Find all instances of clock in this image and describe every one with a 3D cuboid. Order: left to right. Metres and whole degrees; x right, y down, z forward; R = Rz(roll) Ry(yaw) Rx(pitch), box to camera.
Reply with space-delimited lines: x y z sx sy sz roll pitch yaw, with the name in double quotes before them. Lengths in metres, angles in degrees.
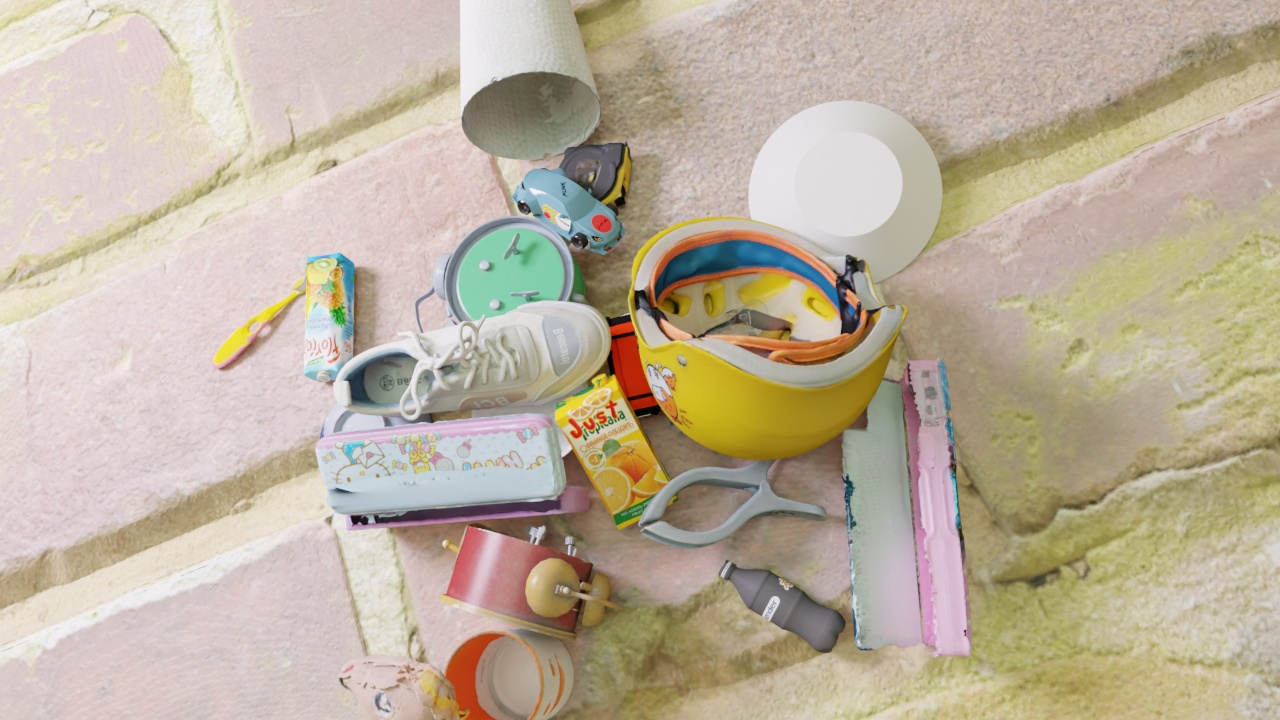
"clock" -0.135 -0.063 0.858 0.162 0.075 0.121 -18 74 5
"clock" -0.085 0.179 0.761 0.159 0.117 0.081 7 72 32

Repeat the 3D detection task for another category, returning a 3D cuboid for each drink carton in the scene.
"drink carton" -0.306 -0.041 0.904 0.044 0.038 0.128 -6 75 9
"drink carton" -0.022 0.076 0.787 0.058 0.041 0.122 -27 107 3

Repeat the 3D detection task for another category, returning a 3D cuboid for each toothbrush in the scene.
"toothbrush" -0.385 -0.040 0.930 0.135 0.016 0.021 -43 77 -3

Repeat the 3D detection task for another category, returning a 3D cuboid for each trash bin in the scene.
"trash bin" -0.115 -0.301 0.894 0.133 0.133 0.161 -13 69 7

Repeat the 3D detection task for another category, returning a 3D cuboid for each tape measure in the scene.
"tape measure" -0.046 -0.175 0.890 0.071 0.042 0.072 0 78 7

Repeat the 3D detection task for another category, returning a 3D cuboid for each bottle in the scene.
"bottle" 0.116 0.201 0.763 0.110 0.036 0.036 29 82 16

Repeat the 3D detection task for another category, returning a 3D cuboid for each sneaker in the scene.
"sneaker" -0.145 0.007 0.780 0.242 0.090 0.089 -11 95 10

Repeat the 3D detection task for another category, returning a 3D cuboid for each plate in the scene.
"plate" 0.184 -0.154 0.825 0.174 0.036 0.174 0 87 8

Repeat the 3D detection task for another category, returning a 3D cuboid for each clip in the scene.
"clip" 0.074 0.107 0.775 0.162 0.027 0.090 -6 72 -16

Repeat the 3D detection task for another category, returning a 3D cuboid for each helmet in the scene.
"helmet" 0.091 -0.009 0.764 0.209 0.140 0.240 -10 35 -15

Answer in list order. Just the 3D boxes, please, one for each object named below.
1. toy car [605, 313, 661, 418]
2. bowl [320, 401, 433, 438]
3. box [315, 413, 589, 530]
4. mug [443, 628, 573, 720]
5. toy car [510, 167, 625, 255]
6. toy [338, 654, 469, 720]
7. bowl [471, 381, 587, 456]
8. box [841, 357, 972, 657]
"toy car" -0.005 0.005 0.831 0.051 0.049 0.100 -13 74 6
"bowl" -0.255 0.072 0.862 0.114 0.045 0.114 -3 75 10
"box" -0.160 0.108 0.784 0.214 0.140 0.062 -7 47 12
"mug" -0.105 0.262 0.753 0.082 0.105 0.082 -3 75 10
"toy car" -0.064 -0.142 0.838 0.108 0.028 0.060 34 56 11
"toy" -0.131 0.319 0.691 0.196 0.265 0.065 17 39 9
"bowl" -0.095 0.046 0.841 0.110 0.040 0.109 -3 76 10
"box" 0.207 0.119 0.742 0.091 0.084 0.230 -3 75 8
